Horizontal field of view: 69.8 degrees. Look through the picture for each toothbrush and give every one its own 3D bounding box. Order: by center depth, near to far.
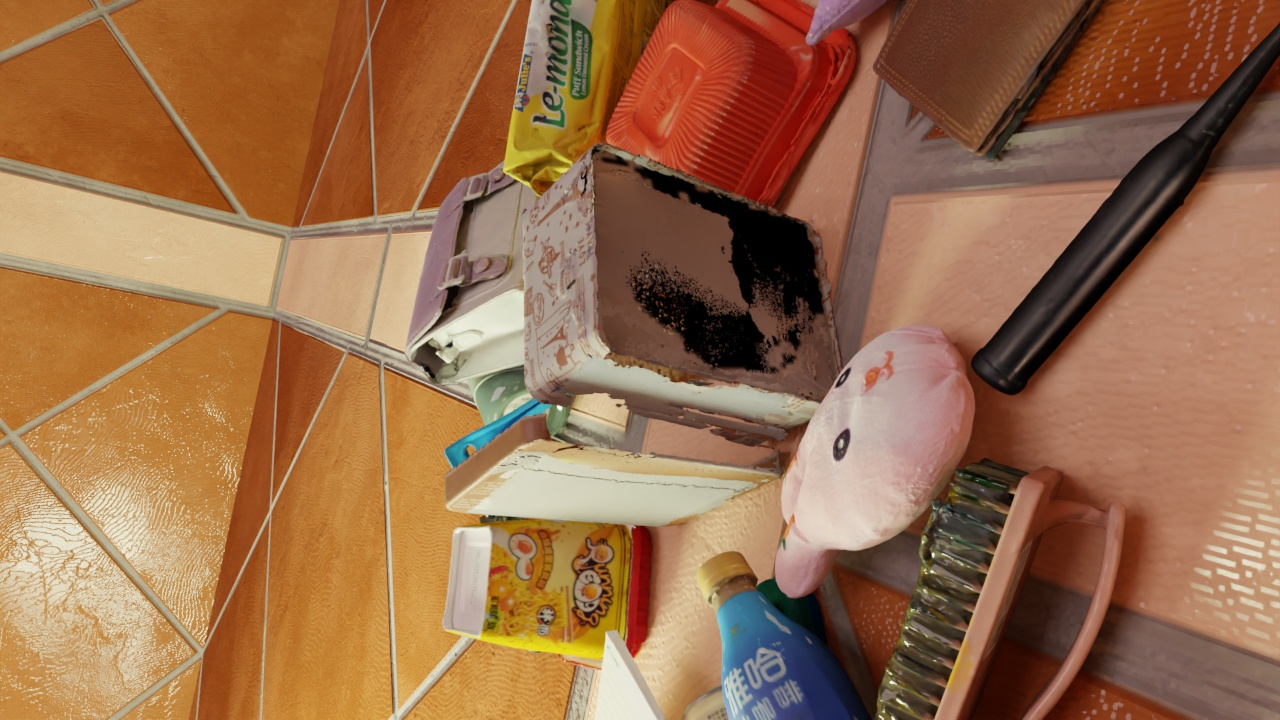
[{"bbox_3d":[0.214,-0.071,0.378,0.027,0.026,0.213,42,120,17],"label":"toothbrush"}]

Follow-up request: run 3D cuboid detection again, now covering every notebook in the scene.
[{"bbox_3d":[-0.004,0.298,0.568,0.150,0.012,0.209,-133,47,-59],"label":"notebook"}]

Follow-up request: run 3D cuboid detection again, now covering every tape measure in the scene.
[{"bbox_3d":[0.080,0.152,0.522,0.055,0.025,0.058,-42,45,44],"label":"tape measure"}]

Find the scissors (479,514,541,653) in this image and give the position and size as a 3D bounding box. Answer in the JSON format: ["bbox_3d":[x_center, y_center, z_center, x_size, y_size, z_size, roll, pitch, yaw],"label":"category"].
[{"bbox_3d":[-0.108,0.171,0.777,0.170,0.019,0.181,83,170,-79],"label":"scissors"}]

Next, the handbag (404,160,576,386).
[{"bbox_3d":[-0.130,-0.085,0.814,0.145,0.098,0.196,-25,41,25],"label":"handbag"}]

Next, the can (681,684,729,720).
[{"bbox_3d":[0.065,0.234,0.484,0.059,0.058,0.116,-60,35,29],"label":"can"}]

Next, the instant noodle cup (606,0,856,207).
[{"bbox_3d":[0.048,-0.173,0.638,0.189,0.079,0.164,-59,39,21],"label":"instant noodle cup"}]

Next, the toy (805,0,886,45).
[{"bbox_3d":[0.145,-0.240,0.539,0.108,0.039,0.083,-33,31,53],"label":"toy"}]

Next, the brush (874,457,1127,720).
[{"bbox_3d":[0.149,0.116,0.389,0.073,0.063,0.146,20,100,29],"label":"brush"}]

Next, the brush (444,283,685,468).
[{"bbox_3d":[-0.058,0.023,0.698,0.255,0.045,0.083,-32,85,28],"label":"brush"}]

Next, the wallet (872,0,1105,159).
[{"bbox_3d":[0.182,-0.176,0.464,0.125,0.032,0.101,-60,38,29],"label":"wallet"}]

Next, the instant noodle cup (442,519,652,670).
[{"bbox_3d":[-0.070,0.164,0.672,0.116,0.123,0.116,-17,65,57],"label":"instant noodle cup"}]

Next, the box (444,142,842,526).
[{"bbox_3d":[-0.003,-0.002,0.566,0.198,0.180,0.157,-37,51,48],"label":"box"}]

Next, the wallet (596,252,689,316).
[{"bbox_3d":[-0.011,-0.048,0.735,0.129,0.037,0.107,44,118,55],"label":"wallet"}]

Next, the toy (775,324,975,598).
[{"bbox_3d":[0.110,0.053,0.465,0.121,0.054,0.160,-74,10,-52],"label":"toy"}]

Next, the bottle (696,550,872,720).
[{"bbox_3d":[0.085,0.187,0.440,0.065,0.065,0.218,-58,42,30],"label":"bottle"}]

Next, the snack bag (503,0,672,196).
[{"bbox_3d":[-0.032,-0.233,0.736,0.068,0.158,0.246,9,88,19],"label":"snack bag"}]

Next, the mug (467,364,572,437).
[{"bbox_3d":[-0.102,0.011,0.831,0.112,0.082,0.106,-44,38,9],"label":"mug"}]
